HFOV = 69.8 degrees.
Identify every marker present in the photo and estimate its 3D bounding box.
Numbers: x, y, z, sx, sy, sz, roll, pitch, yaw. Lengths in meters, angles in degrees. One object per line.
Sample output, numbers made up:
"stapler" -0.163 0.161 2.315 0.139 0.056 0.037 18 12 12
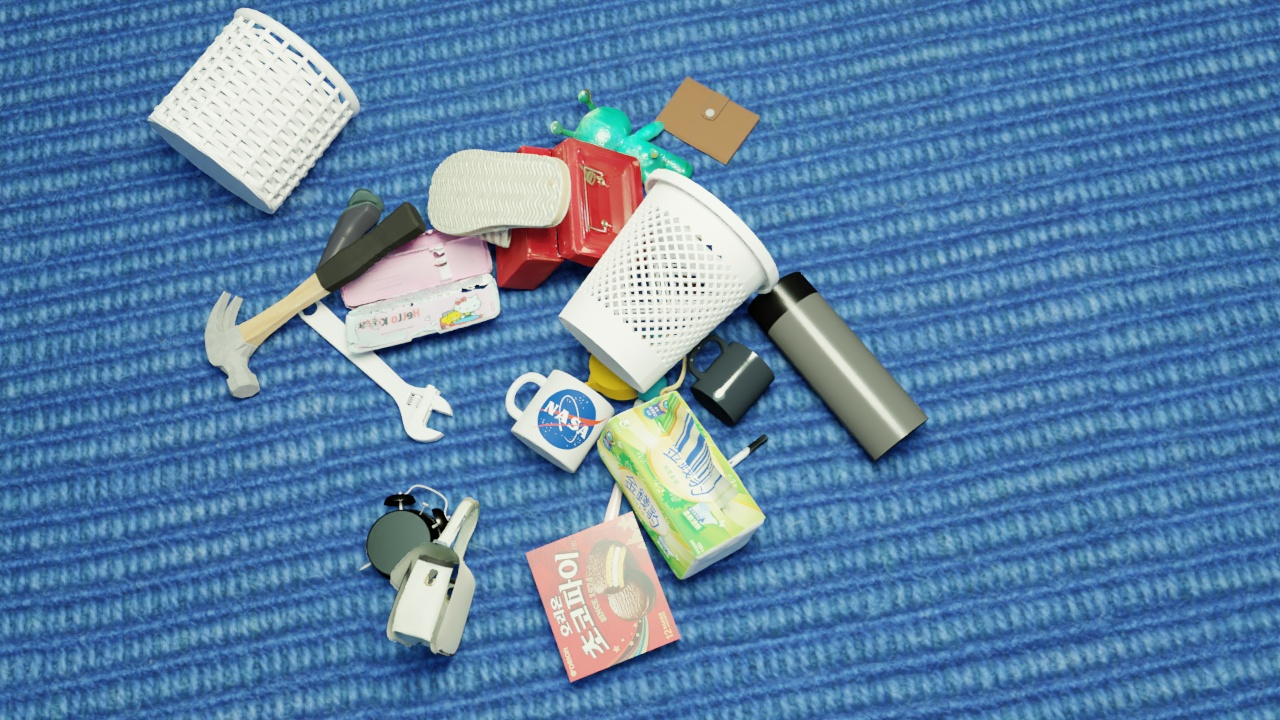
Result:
"marker" 0.095 0.138 1.120 0.152 0.011 0.011 -36 74 -8

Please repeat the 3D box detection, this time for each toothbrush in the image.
"toothbrush" -0.021 0.133 1.125 0.016 0.018 0.181 13 75 3

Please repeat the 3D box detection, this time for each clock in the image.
"clock" -0.007 0.007 1.144 0.130 0.044 0.099 -2 57 11
"clock" -0.279 0.209 1.101 0.091 0.042 0.120 24 75 10

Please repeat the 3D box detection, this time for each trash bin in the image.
"trash bin" 0.021 -0.080 1.066 0.195 0.195 0.199 40 83 13

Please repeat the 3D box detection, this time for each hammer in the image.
"hammer" -0.412 -0.091 1.160 0.328 0.039 0.131 -33 70 9

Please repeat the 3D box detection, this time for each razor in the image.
"razor" -0.392 -0.162 1.225 0.052 0.047 0.142 16 75 33

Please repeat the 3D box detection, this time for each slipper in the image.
"slipper" -0.167 -0.194 1.101 0.263 0.052 0.115 7 95 45

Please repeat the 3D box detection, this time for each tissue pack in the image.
"tissue pack" 0.050 0.124 1.034 0.120 0.142 0.197 -29 68 -30

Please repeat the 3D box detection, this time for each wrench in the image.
"wrench" -0.346 0.006 1.182 0.273 0.018 0.066 39 79 14

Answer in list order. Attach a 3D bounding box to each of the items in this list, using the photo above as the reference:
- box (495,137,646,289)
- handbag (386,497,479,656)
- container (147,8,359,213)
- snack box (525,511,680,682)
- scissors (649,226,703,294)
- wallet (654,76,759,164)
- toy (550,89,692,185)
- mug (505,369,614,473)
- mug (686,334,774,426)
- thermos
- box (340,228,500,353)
"box" -0.106 -0.180 1.178 0.171 0.156 0.156 -17 71 43
"handbag" -0.227 0.237 1.036 0.074 0.151 0.175 14 69 3
"container" -0.502 -0.322 1.203 0.189 0.189 0.186 32 78 12
"snack box" -0.044 0.272 1.066 0.132 0.036 0.152 -21 77 -4
"scissors" 0.032 -0.161 1.206 0.179 0.015 0.185 -10 80 0
"wallet" 0.091 -0.332 1.266 0.121 0.013 0.087 33 79 12
"toy" -0.021 -0.287 1.232 0.193 0.072 0.130 33 77 3
"mug" -0.106 0.065 1.107 0.121 0.091 0.090 35 77 -5
"mug" 0.101 0.017 1.117 0.077 0.071 0.105 -47 108 -11
"thermos" 0.237 0.003 1.118 0.082 0.082 0.240 -36 74 -8
"box" -0.288 -0.092 1.191 0.201 0.066 0.153 -14 77 -1
